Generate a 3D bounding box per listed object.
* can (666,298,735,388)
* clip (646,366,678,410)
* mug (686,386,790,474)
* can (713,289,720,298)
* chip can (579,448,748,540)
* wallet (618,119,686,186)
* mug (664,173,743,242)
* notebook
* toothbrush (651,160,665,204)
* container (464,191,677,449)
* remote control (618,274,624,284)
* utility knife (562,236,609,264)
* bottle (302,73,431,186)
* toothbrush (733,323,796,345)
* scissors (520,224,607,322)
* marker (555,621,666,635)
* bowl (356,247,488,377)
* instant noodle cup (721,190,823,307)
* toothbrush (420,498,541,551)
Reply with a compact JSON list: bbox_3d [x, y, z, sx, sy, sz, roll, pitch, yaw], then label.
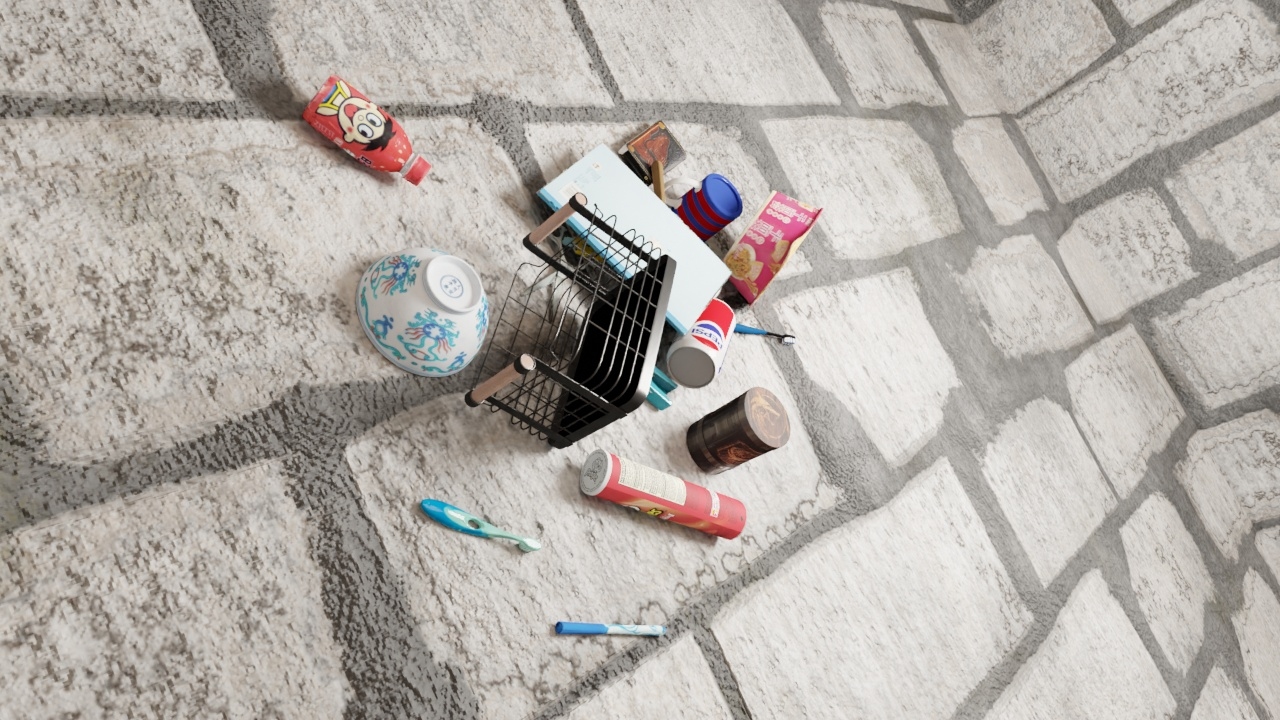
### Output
[{"bbox_3d":[0.080,-0.024,1.193,0.070,0.070,0.131,45,33,-13],"label":"can"},{"bbox_3d":[-0.006,-0.006,1.149,0.130,0.031,0.121,23,47,-32],"label":"clip"},{"bbox_3d":[0.134,0.095,1.156,0.115,0.107,0.079,18,54,-36],"label":"mug"},{"bbox_3d":[0.061,-0.102,1.251,0.101,0.055,0.055,-7,71,-46],"label":"can"},{"bbox_3d":[0.032,0.158,1.061,0.214,0.052,0.051,24,51,-32],"label":"chip can"},{"bbox_3d":[0.019,-0.308,1.366,0.072,0.020,0.122,51,41,-8],"label":"wallet"},{"bbox_3d":[0.084,-0.231,1.337,0.112,0.076,0.074,30,47,-27],"label":"mug"},{"bbox_3d":[0.000,-0.163,1.191,0.253,0.009,0.180,44,40,-4],"label":"notebook"},{"bbox_3d":[0.030,-0.208,1.301,0.016,0.016,0.166,14,66,-47],"label":"toothbrush"},{"bbox_3d":[-0.075,-0.039,0.988,0.130,0.163,0.240,33,50,-25],"label":"container"},{"bbox_3d":[-0.013,-0.065,1.163,0.032,0.015,0.136,33,31,-31],"label":"remote control"},{"bbox_3d":[-0.037,-0.136,1.210,0.164,0.017,0.030,12,49,-36],"label":"utility knife"},{"bbox_3d":[-0.291,-0.243,0.994,0.137,0.062,0.061,36,45,-21],"label":"bottle"},{"bbox_3d":[0.170,-0.042,1.348,0.167,0.014,0.014,9,71,-39],"label":"toothbrush"},{"bbox_3d":[-0.085,-0.109,1.139,0.161,0.014,0.141,5,68,-38],"label":"scissors"},{"bbox_3d":[-0.028,0.280,0.956,0.141,0.013,0.013,15,56,-38],"label":"marker"},{"bbox_3d":[-0.210,-0.063,0.948,0.144,0.074,0.143,23,51,-32],"label":"bowl"},{"bbox_3d":[0.182,-0.171,1.337,0.077,0.179,0.178,36,42,2],"label":"instant noodle cup"},{"bbox_3d":[-0.157,0.164,0.904,0.135,0.017,0.022,27,49,-26],"label":"toothbrush"}]
